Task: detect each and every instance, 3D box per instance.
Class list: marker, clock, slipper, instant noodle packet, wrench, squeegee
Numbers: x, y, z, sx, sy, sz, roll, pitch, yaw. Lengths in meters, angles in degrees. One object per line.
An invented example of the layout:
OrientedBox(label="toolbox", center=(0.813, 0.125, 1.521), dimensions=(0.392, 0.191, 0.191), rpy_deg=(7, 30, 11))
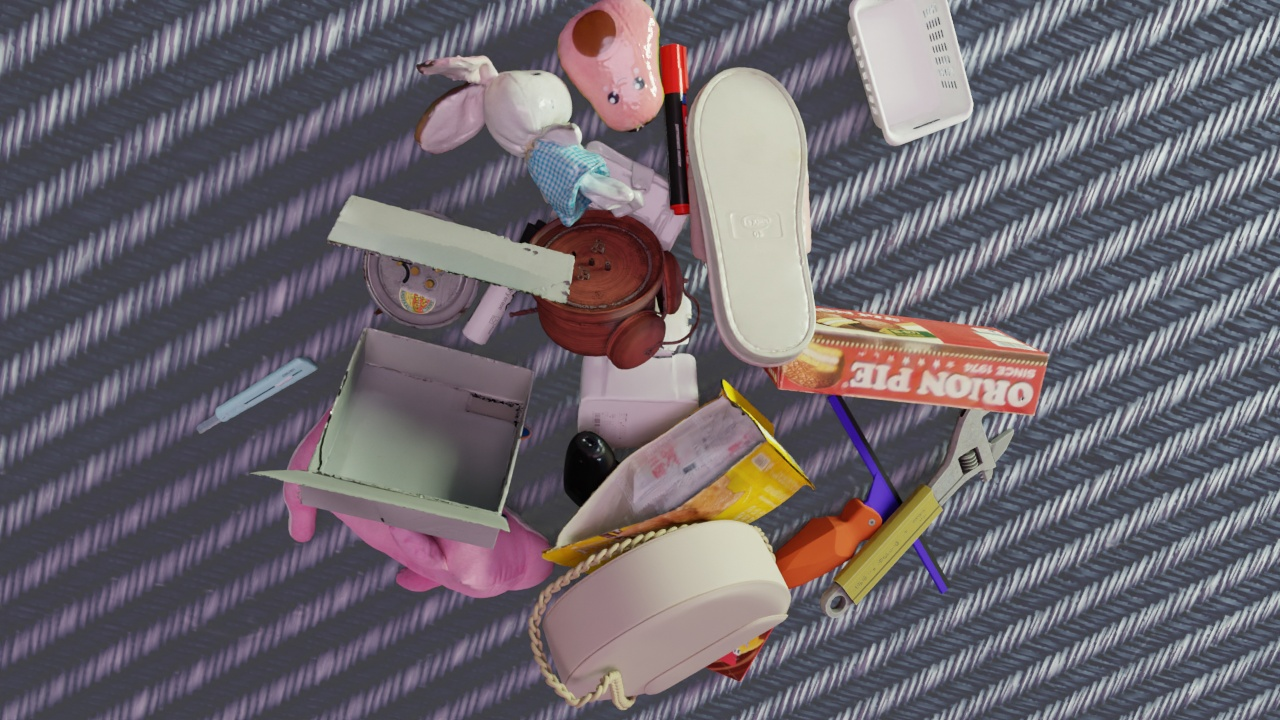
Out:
OrientedBox(label="marker", center=(-0.121, -0.072, 0.837), dimensions=(0.025, 0.025, 0.126), rpy_deg=(31, 100, -11))
OrientedBox(label="clock", center=(-0.025, -0.058, 0.788), dimensions=(0.158, 0.120, 0.072), rpy_deg=(18, 146, 12))
OrientedBox(label="slipper", center=(0.093, -0.123, 0.781), dimensions=(0.114, 0.055, 0.274), rpy_deg=(2, 72, -12))
OrientedBox(label="instant noodle packet", center=(0.031, 0.129, 0.833), dimensions=(0.222, 0.163, 0.084), rpy_deg=(-35, 62, 8))
OrientedBox(label="marker", center=(0.033, -0.200, 0.802), dimensions=(0.023, 0.021, 0.145), rpy_deg=(-4, 91, -26))
OrientedBox(label="clock", center=(-0.175, -0.083, 0.809), dimensions=(0.148, 0.056, 0.104), rpy_deg=(-5, 102, 5))
OrientedBox(label="wrench", center=(0.269, 0.144, 0.893), dimensions=(0.273, 0.018, 0.083), rpy_deg=(-44, 114, -8))
OrientedBox(label="squeegee", center=(0.179, 0.183, 0.908), dimensions=(0.185, 0.055, 0.249), rpy_deg=(-32, 104, 3))

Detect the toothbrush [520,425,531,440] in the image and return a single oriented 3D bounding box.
OrientedBox(label="toothbrush", center=(-0.171, 0.066, 0.872), dimensions=(0.135, 0.017, 0.021), rpy_deg=(2, 64, -4))

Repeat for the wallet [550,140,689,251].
OrientedBox(label="wallet", center=(-0.014, -0.138, 0.825), dimensions=(0.116, 0.032, 0.086), rpy_deg=(23, 103, -9))

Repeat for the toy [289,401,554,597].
OrientedBox(label="toy", center=(-0.204, 0.150, 0.837), dimensions=(0.265, 0.127, 0.187), rpy_deg=(25, 105, -4))

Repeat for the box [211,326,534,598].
OrientedBox(label="box", center=(-0.178, 0.083, 0.694), dimensions=(0.167, 0.368, 0.150), rpy_deg=(14, 100, -8))

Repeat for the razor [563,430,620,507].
OrientedBox(label="razor", center=(-0.038, 0.099, 0.832), dimensions=(0.053, 0.141, 0.063), rpy_deg=(36, 65, 17))

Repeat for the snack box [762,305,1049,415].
OrientedBox(label="snack box", center=(0.229, -0.004, 0.835), dimensions=(0.236, 0.113, 0.060), rpy_deg=(7, 104, -6))

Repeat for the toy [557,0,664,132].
OrientedBox(label="toy", center=(-0.018, -0.251, 0.785), dimensions=(0.090, 0.051, 0.110), rpy_deg=(-26, 105, 4))

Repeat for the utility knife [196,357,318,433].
OrientedBox(label="utility knife", center=(-0.360, 0.032, 0.852), dimensions=(0.129, 0.015, 0.022), rpy_deg=(-30, 136, 5))

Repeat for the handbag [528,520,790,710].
OrientedBox(label="handbag", center=(0.027, 0.231, 0.812), dimensions=(0.211, 0.103, 0.208), rpy_deg=(-34, 147, 13))

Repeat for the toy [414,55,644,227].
OrientedBox(label="toy", center=(-0.079, -0.193, 0.766), dimensions=(0.205, 0.131, 0.105), rpy_deg=(33, 67, 2))

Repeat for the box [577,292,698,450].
OrientedBox(label="box", center=(-0.004, -0.003, 0.846), dimensions=(0.109, 0.136, 0.124), rpy_deg=(0, 145, -4))

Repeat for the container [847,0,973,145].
OrientedBox(label="container", center=(0.230, -0.261, 0.801), dimensions=(0.081, 0.049, 0.129), rpy_deg=(-20, 105, 1))

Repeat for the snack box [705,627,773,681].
OrientedBox(label="snack box", center=(0.064, 0.264, 0.938), dimensions=(0.133, 0.021, 0.089), rpy_deg=(26, 102, -9))
